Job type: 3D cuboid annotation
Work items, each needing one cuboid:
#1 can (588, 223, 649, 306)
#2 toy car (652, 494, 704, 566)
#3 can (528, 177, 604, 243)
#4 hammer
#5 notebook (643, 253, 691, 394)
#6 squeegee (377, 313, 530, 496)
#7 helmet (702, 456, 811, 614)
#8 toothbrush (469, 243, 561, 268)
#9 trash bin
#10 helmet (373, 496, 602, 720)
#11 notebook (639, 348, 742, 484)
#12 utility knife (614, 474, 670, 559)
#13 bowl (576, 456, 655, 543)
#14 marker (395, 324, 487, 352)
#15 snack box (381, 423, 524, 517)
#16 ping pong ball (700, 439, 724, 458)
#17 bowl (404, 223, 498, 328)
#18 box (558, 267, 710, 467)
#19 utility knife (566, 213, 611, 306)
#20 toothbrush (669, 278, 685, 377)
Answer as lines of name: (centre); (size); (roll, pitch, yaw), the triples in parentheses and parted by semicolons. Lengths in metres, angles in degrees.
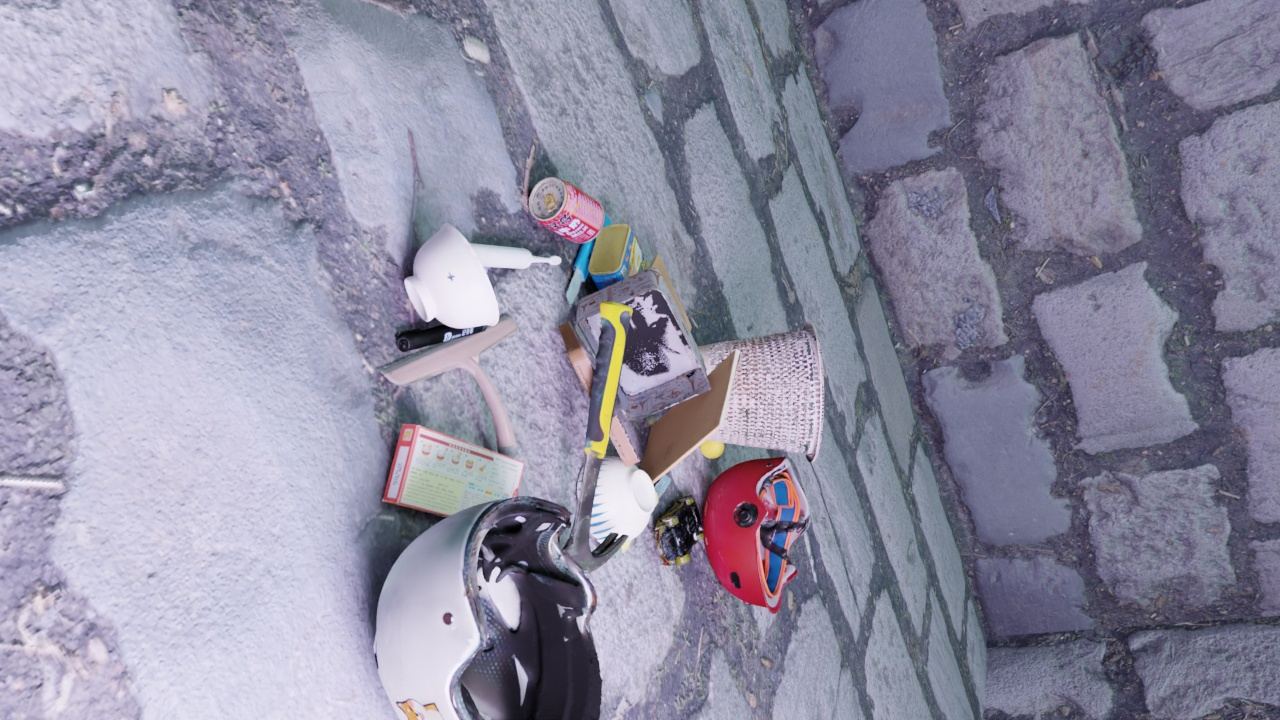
can: (-0.032, -0.134, 1.321); (0.083, 0.057, 0.101); (63, 31, -48)
toy car: (0.058, 0.249, 1.352); (0.157, 0.042, 0.070); (-27, 102, -67)
can: (-0.099, -0.202, 1.231); (0.093, 0.067, 0.066); (21, 59, -59)
hammer: (-0.051, 0.092, 1.091); (0.126, 0.032, 0.323); (15, 82, -41)
notebook: (0.032, -0.055, 1.413); (0.148, 0.008, 0.207); (64, 27, -28)
squeegee: (-0.156, 0.088, 1.018); (0.247, 0.040, 0.249); (-37, 112, -62)
helmet: (0.167, 0.271, 1.447); (0.207, 0.144, 0.239); (58, 42, -46)
toothbrush: (-0.159, -0.127, 1.125); (0.220, 0.026, 0.027); (-8, 111, -63)
trash bin: (0.182, 0.050, 1.474); (0.227, 0.192, 0.227); (7, 82, -89)
helmet: (-0.146, 0.258, 0.828); (0.229, 0.157, 0.274); (-58, 139, -56)
notebook: (0.062, 0.091, 1.270); (0.012, 0.212, 0.149); (33, 42, -13)
utility knife: (0.006, 0.213, 1.292); (0.206, 0.021, 0.031); (-41, 115, -53)
bowl: (-0.023, 0.178, 1.192); (0.116, 0.066, 0.116); (37, 44, -46)
marker: (-0.211, -0.030, 0.983); (0.022, 0.020, 0.131); (48, 28, 11)
snack box: (-0.184, 0.121, 0.926); (0.155, 0.027, 0.077); (30, 68, -50)
ping pong ball: (0.119, 0.143, 1.522); (0.040, 0.040, 0.040); (36, 47, -52)
bowl: (-0.205, -0.076, 0.955); (0.064, 0.118, 0.118); (-30, 109, -21)
box: (-0.008, 0.008, 1.200); (0.183, 0.157, 0.193); (61, 10, -25)
utility knife: (-0.077, -0.146, 1.305); (0.034, 0.018, 0.203); (57, 34, -34)
toothbrush: (0.054, -0.036, 1.496); (0.026, 0.027, 0.212); (133, -51, -76)
